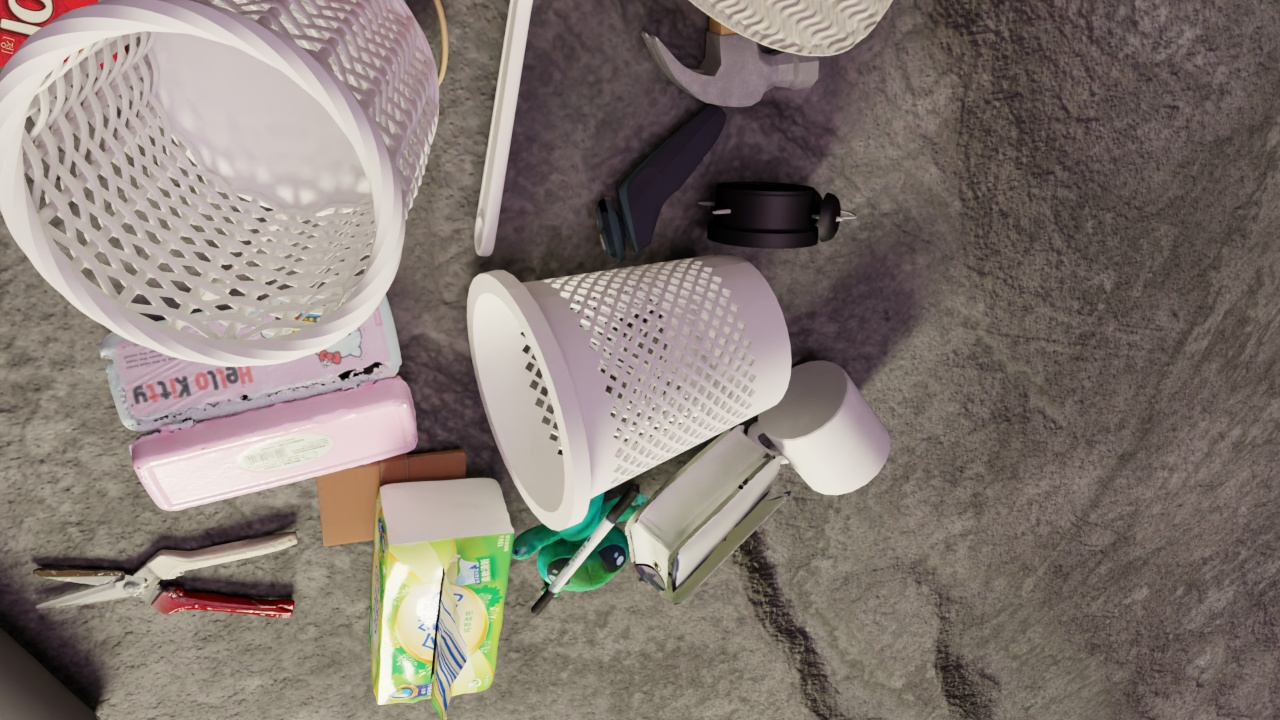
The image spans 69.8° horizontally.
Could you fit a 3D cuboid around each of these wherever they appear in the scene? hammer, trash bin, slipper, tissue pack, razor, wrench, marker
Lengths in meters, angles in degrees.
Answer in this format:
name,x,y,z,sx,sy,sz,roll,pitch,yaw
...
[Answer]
name,x,y,z,sx,sy,sz,roll,pitch,yaw
hammer,0.063,-0.343,0.630,0.131,0.039,0.329,-11,119,-15
trash bin,-0.004,0.004,0.710,0.199,0.195,0.196,-18,122,-23
slipper,0.045,-0.293,0.592,0.263,0.052,0.115,32,108,0
tissue pack,-0.165,0.215,0.763,0.120,0.141,0.198,-7,124,-19
razor,0.017,-0.140,0.717,0.052,0.047,0.143,42,94,-8
wrench,-0.090,-0.193,0.627,0.018,0.066,0.274,1,125,-22
marker,-0.048,0.164,0.796,0.011,0.011,0.152,32,103,-31

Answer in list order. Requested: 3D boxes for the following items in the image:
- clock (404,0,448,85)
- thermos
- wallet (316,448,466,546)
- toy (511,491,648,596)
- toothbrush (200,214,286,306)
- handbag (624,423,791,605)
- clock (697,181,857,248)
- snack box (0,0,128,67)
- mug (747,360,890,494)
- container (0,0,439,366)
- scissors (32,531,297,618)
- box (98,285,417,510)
name,x,y,z,sx,sy,sz,roll,pitch,yaw
clock,-0.191,-0.210,0.598,0.129,0.043,0.099,-6,118,-11
thermos,-0.508,0.241,0.688,0.082,0.082,0.241,-26,123,-7
wallet,-0.210,0.116,0.779,0.120,0.013,0.088,-4,122,-19
toy,-0.057,0.149,0.828,0.130,0.072,0.194,-14,129,-12
toothbrush,-0.250,-0.105,0.644,0.015,0.018,0.181,40,96,-21
handbag,0.065,0.162,0.855,0.151,0.074,0.176,-38,152,-25
clock,0.111,-0.118,0.736,0.120,0.091,0.042,0,106,-6
snack box,-0.375,-0.245,0.510,0.132,0.036,0.152,-6,118,-19
mug,0.158,0.067,0.860,0.121,0.090,0.090,-21,129,29
container,-0.216,-0.125,0.512,0.189,0.186,0.190,-2,125,-3
scissors,-0.370,0.181,0.750,0.179,0.015,0.185,-37,123,2
box,-0.274,0.032,0.681,0.201,0.066,0.154,-14,120,-15
